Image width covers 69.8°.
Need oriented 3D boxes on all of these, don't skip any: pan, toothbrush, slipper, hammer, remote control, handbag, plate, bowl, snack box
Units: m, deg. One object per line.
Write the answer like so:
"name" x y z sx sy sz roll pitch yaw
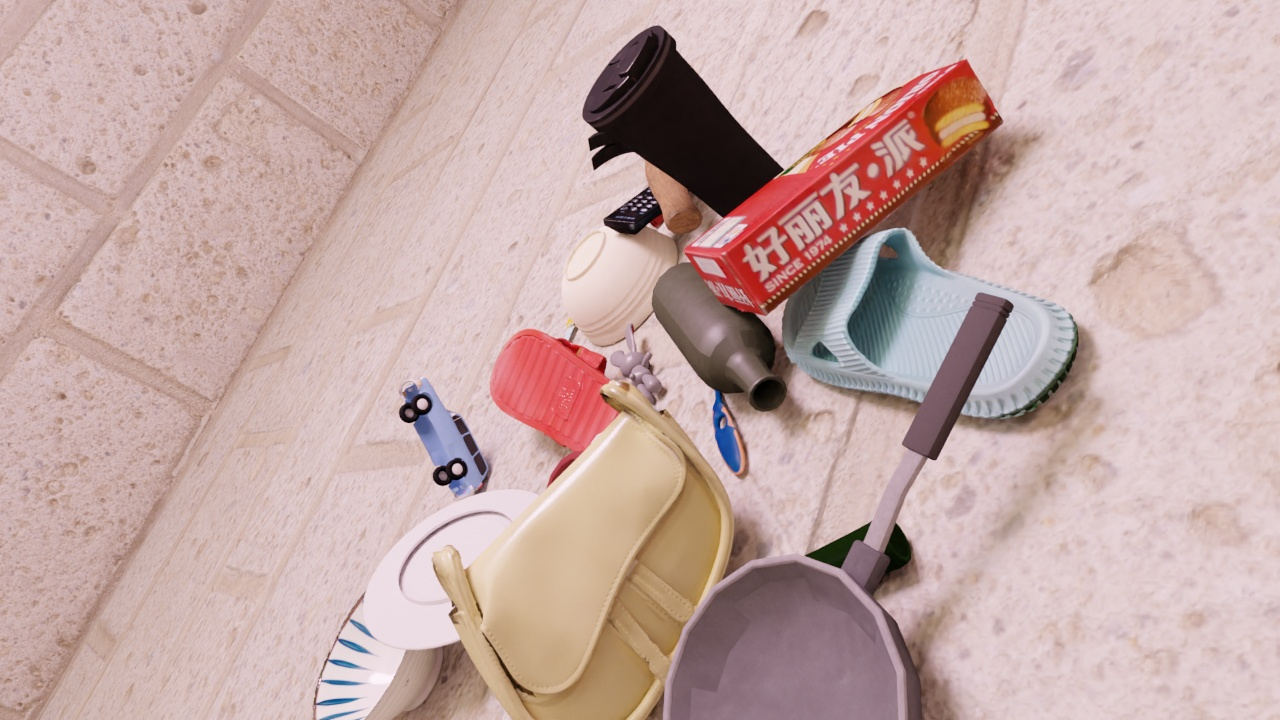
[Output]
"pan" 0.128 0.126 0.532 0.179 0.041 0.357 28 93 54
"toothbrush" 0.069 0.048 0.779 0.022 0.017 0.134 -46 29 24
"slipper" 0.177 -0.031 0.651 0.116 0.069 0.276 -60 30 -3
"hammer" 0.018 -0.209 1.016 0.132 0.040 0.305 -11 31 -2
"remote control" 0.020 -0.178 1.022 0.047 0.022 0.149 12 39 35
"slipper" -0.069 0.038 0.944 0.249 0.059 0.103 26 96 45
"handbag" -0.028 0.152 0.664 0.232 0.191 0.089 -46 10 -10
"plate" -0.178 0.193 0.896 0.209 0.015 0.208 -17 29 10
"bowl" -0.249 0.305 0.925 0.178 0.071 0.177 -37 33 29
"bowl" -0.037 -0.099 1.031 0.151 0.075 0.150 -36 34 30
"snack box" 0.152 -0.133 0.715 0.236 0.060 0.113 -39 14 -4

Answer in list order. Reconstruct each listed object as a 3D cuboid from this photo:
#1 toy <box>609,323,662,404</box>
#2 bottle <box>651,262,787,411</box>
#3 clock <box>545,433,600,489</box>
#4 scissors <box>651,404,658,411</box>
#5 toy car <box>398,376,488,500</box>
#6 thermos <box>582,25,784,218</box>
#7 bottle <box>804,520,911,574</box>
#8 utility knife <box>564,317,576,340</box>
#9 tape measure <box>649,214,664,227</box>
"toy" -0.006 0.005 0.922 0.049 0.030 0.111 -60 31 21
"bottle" 0.070 -0.019 0.791 0.071 0.071 0.206 -49 29 10
"clock" -0.035 0.119 0.796 0.138 0.048 0.096 -46 47 32
"scissors" 0.015 0.082 0.802 0.131 0.018 0.110 1 79 50
"toy car" -0.229 0.088 1.069 0.054 0.153 0.056 -29 1 -36
"thermos" 0.052 -0.206 0.861 0.106 0.218 0.105 -37 33 29
"bottle" 0.116 0.141 0.596 0.123 0.033 0.033 -36 34 31
"utility knife" -0.070 -0.071 1.117 0.031 0.019 0.217 -22 44 58
"tape measure" 0.021 -0.190 1.098 0.051 0.019 0.059 -50 29 10
